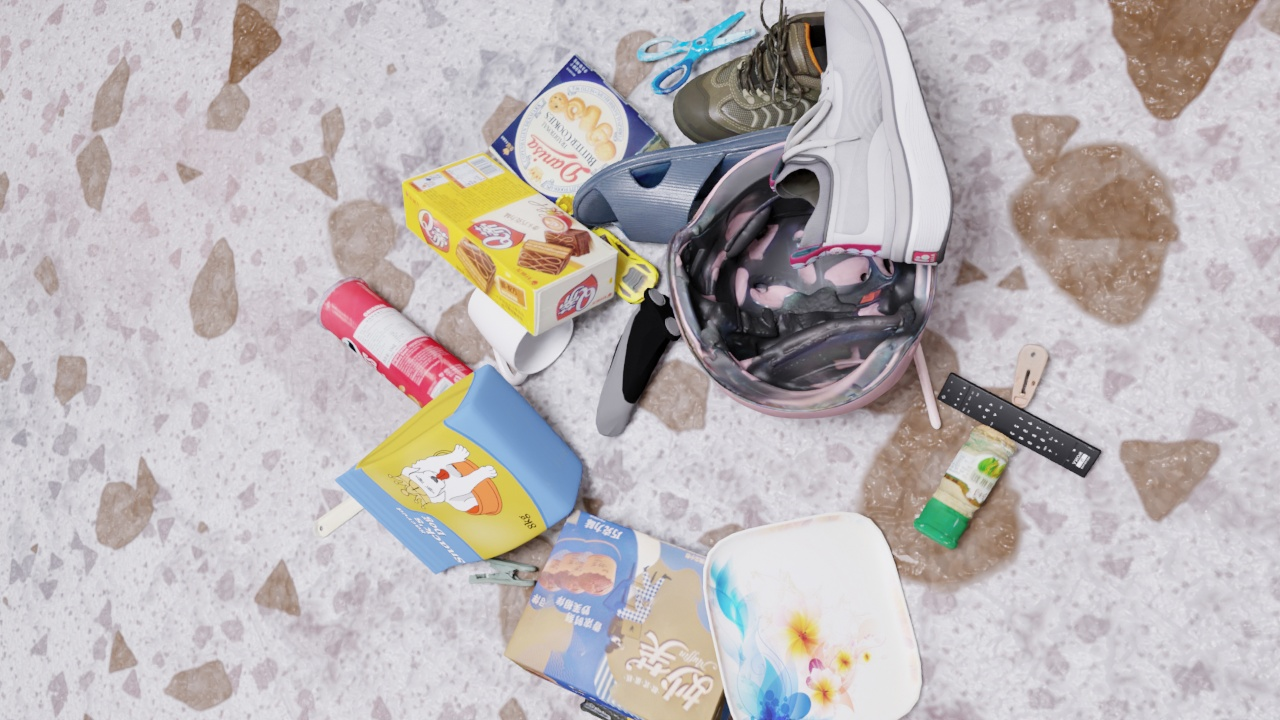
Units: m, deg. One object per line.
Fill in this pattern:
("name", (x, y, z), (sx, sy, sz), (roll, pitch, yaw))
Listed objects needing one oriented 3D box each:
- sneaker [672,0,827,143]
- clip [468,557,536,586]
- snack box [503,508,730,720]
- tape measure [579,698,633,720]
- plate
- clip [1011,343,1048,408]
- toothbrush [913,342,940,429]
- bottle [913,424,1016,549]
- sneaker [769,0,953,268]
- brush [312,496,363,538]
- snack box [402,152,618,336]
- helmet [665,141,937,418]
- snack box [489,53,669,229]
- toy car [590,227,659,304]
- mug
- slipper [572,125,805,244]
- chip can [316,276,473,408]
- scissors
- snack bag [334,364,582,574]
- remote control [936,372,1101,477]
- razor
("sneaker", (0.133, -0.274, 0.879), (0.238, 0.143, 0.101), (-13, 77, 19))
("clip", (-0.147, 0.231, 0.968), (0.078, 0.023, 0.049), (15, 89, 24))
("snack box", (-0.001, 0.249, 0.859), (0.203, 0.069, 0.154), (16, 66, 22))
("tape measure", (-0.019, 0.321, 0.896), (0.066, 0.037, 0.064), (17, 88, 20))
("plate", (0.150, 0.235, 0.809), (0.186, 0.016, 0.187), (-8, 76, -17))
("clip", (0.346, 0.011, 0.820), (0.024, 0.039, 0.060), (19, 111, 23))
("toothbrush", (0.253, -0.023, 0.862), (0.018, 0.015, 0.181), (-18, 75, 24))
("bottle", (0.288, 0.112, 0.813), (0.043, 0.043, 0.111), (33, 93, 22))
("sneaker", (0.165, -0.188, 0.754), (0.129, 0.097, 0.262), (-9, 67, 7))
("brush", (-0.294, 0.141, 1.045), (0.218, 0.012, 0.033), (-36, 72, 14))
("snack box", (-0.140, -0.127, 0.958), (0.109, 0.062, 0.230), (-30, 55, -33))
("helmet", (0.152, -0.064, 0.832), (0.230, 0.152, 0.255), (-14, 68, 15))
("snack box", (-0.068, -0.233, 1.003), (0.145, 0.042, 0.144), (-45, 70, 8))
("toy car", (-0.026, -0.102, 0.973), (0.107, 0.030, 0.049), (39, 97, 23))
("mug", (-0.136, -0.030, 0.985), (0.087, 0.080, 0.114), (41, 127, 27))
("slipper", (0.058, -0.160, 0.909), (0.264, 0.101, 0.082), (-12, 68, 14))
("chip can", (-0.258, -0.003, 1.022), (0.233, 0.073, 0.073), (36, 94, 21))
("scissors", (0.060, -0.324, 0.971), (0.141, 0.013, 0.114), (-8, 55, 17))
("snack bag", (-0.186, 0.124, 0.927), (0.206, 0.102, 0.159), (-33, 111, 20))
("remote control", (0.333, 0.056, 0.814), (0.140, 0.009, 0.030), (31, 127, 22))
("razor", (-0.006, 0.006, 0.936), (0.156, 0.057, 0.060), (-59, 39, 11))
